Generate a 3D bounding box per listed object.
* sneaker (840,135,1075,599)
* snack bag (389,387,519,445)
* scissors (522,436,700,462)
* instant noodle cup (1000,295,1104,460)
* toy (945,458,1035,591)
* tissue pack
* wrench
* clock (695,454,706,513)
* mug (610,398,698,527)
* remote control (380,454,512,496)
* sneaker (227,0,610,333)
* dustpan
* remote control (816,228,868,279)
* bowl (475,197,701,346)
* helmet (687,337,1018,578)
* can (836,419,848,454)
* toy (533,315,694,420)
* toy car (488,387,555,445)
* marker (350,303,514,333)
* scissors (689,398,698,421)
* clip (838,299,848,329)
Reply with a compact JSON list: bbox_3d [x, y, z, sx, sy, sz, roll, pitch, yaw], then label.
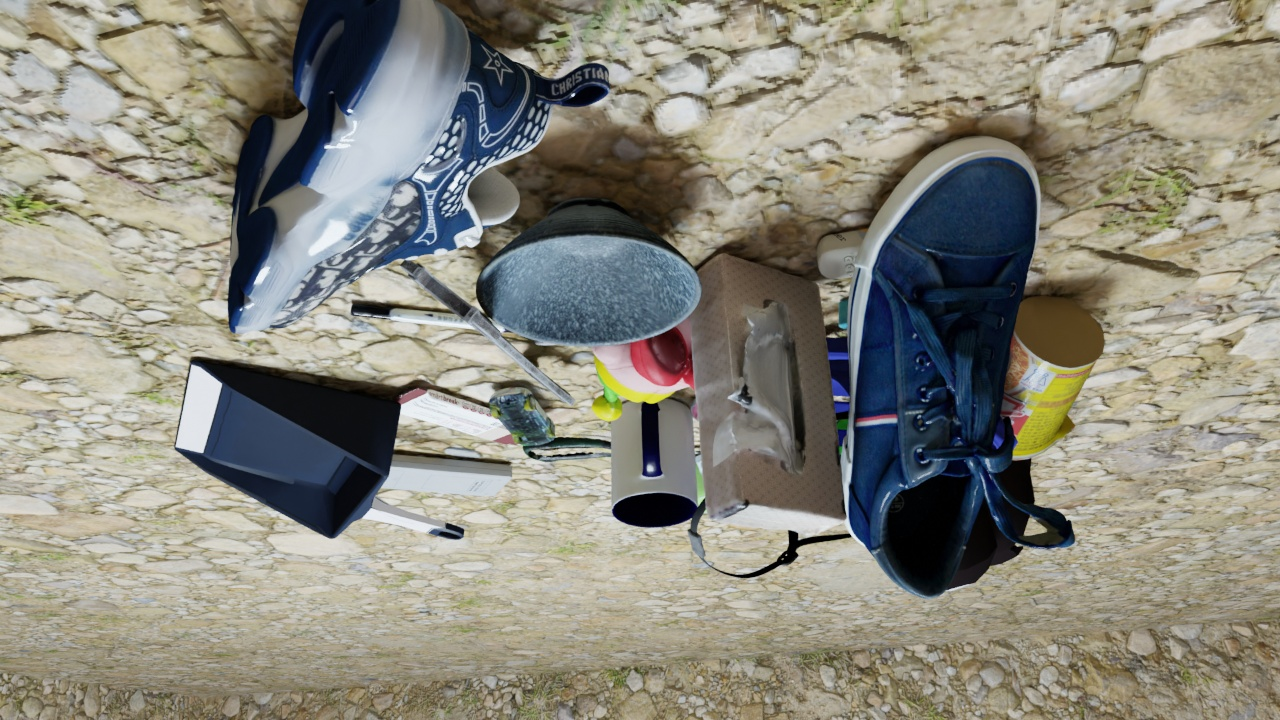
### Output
[{"bbox_3d":[0.192,0.020,0.551,0.120,0.127,0.295,1,115,-5],"label":"sneaker"},{"bbox_3d":[-0.159,0.054,0.859,0.057,0.013,0.157,-23,148,37],"label":"snack bag"},{"bbox_3d":[-0.032,0.109,0.986,0.205,0.015,0.202,5,152,-15],"label":"scissors"},{"bbox_3d":[0.303,0.008,0.722,0.100,0.100,0.113,-1,146,-3],"label":"instant noodle cup"},{"bbox_3d":[0.310,0.148,0.896,0.183,0.159,0.140,-33,167,-50],"label":"toy"},{"bbox_3d":[0.084,0.018,0.607,0.103,0.181,0.071,15,153,-30],"label":"tissue pack"},{"bbox_3d":[-0.096,-0.010,0.653,0.070,0.010,0.273,36,174,16],"label":"wrench"},{"bbox_3d":[0.083,0.139,1.016,0.119,0.042,0.095,12,148,-44],"label":"clock"},{"bbox_3d":[0.011,0.086,0.838,0.078,0.096,0.112,-3,147,2],"label":"mug"},{"bbox_3d":[-0.221,0.123,0.994,0.151,0.019,0.074,8,153,-23],"label":"remote control"},{"bbox_3d":[-0.132,-0.085,0.485,0.132,0.103,0.270,7,152,-36],"label":"sneaker"},{"bbox_3d":[-0.295,0.110,0.867,0.273,0.080,0.237,14,151,-24],"label":"dustpan"},{"bbox_3d":[0.180,-0.077,0.607,0.126,0.018,0.038,-10,154,13],"label":"remote control"},{"bbox_3d":[-0.032,-0.064,0.571,0.137,0.057,0.137,-2,155,-1],"label":"bowl"},{"bbox_3d":[0.145,0.082,0.710,0.242,0.227,0.148,10,130,34],"label":"helmet"},{"bbox_3d":[0.206,0.100,0.902,0.087,0.087,0.140,11,152,-27],"label":"can"},{"bbox_3d":[-0.004,0.004,0.687,0.124,0.097,0.132,3,-177,-33],"label":"toy"},{"bbox_3d":[-0.106,0.050,0.838,0.039,0.027,0.090,-13,146,10],"label":"toy car"},{"bbox_3d":[-0.138,-0.030,0.687,0.152,0.011,0.011,6,154,-16],"label":"marker"},{"bbox_3d":[0.114,0.097,0.866,0.170,0.013,0.177,26,126,-1],"label":"scissors"},{"bbox_3d":[0.216,-0.042,0.661,0.097,0.026,0.116,8,160,-26],"label":"clip"}]
